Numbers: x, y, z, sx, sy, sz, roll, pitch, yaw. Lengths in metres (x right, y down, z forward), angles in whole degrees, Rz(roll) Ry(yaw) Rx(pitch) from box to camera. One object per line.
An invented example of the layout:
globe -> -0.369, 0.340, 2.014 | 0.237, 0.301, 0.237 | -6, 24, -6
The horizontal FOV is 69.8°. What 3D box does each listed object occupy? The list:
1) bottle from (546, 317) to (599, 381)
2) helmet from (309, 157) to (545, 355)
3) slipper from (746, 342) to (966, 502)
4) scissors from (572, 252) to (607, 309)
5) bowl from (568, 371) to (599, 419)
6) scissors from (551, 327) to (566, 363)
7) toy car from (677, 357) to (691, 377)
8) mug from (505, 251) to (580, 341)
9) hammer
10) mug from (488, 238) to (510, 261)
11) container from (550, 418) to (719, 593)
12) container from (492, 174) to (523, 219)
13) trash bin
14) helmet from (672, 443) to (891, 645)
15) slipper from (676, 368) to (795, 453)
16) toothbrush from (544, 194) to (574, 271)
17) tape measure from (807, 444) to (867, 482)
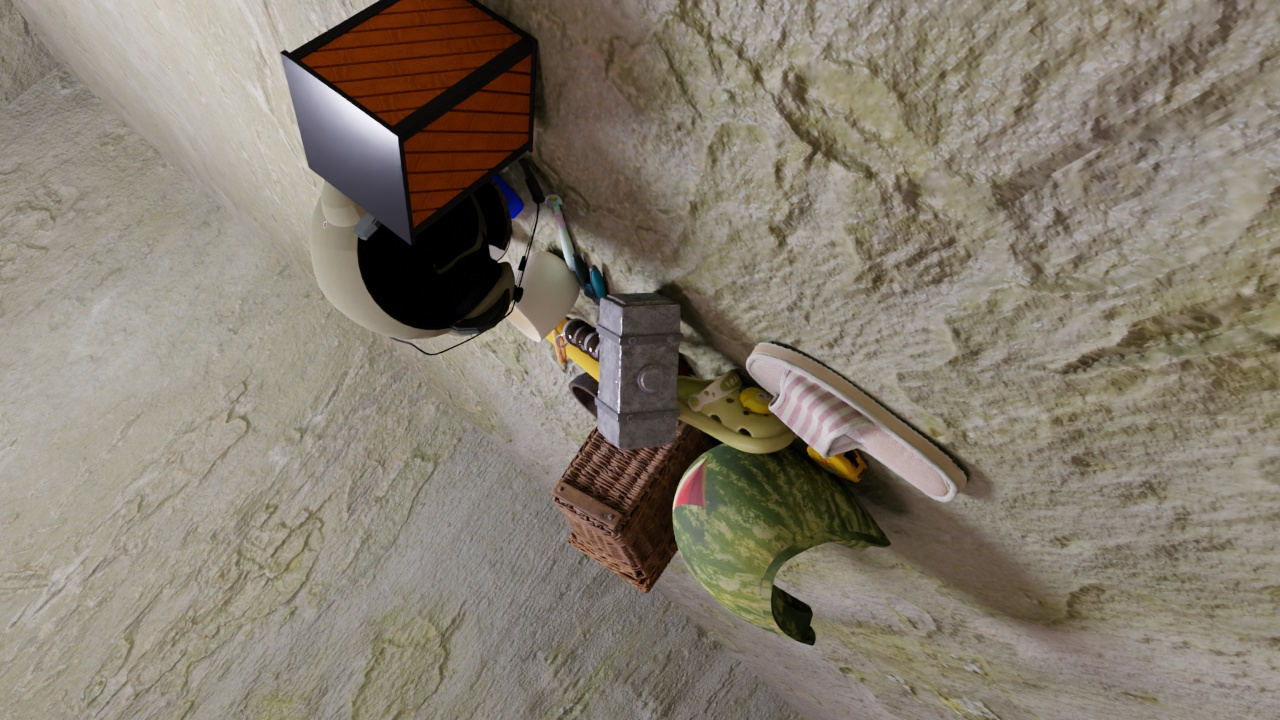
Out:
bottle -> -0.078, -0.006, 1.423 | 0.143, 0.043, 0.043 | 40, 163, 4
helmet -> -0.249, -0.149, 1.040 | 0.233, 0.255, 0.250 | 18, 156, 50
slipper -> 0.218, 0.074, 0.977 | 0.263, 0.052, 0.115 | 34, 161, 19
scissors -> -0.064, -0.097, 1.215 | 0.146, 0.019, 0.133 | 45, 165, -18
bowl -> -0.055, 0.058, 1.509 | 0.121, 0.056, 0.121 | 37, 163, 13
scissors -> -0.132, -0.056, 1.353 | 0.131, 0.011, 0.125 | -1, -102, -77
toy car -> -0.007, 0.008, 1.275 | 0.170, 0.061, 0.070 | 22, 155, 47
mug -> -0.135, -0.090, 1.244 | 0.096, 0.099, 0.120 | 41, 165, 7
hammer -> -0.047, -0.015, 1.189 | 0.326, 0.079, 0.177 | -149, 58, -64
mug -> -0.244, -0.182, 1.269 | 0.083, 0.073, 0.105 | 24, -179, 44
container -> -0.004, 0.171, 1.329 | 0.162, 0.249, 0.183 | 26, 162, 29
container -> -0.216, -0.212, 1.183 | 0.114, 0.058, 0.096 | 44, 163, -11
trash bin -> -0.209, -0.239, 0.863 | 0.140, 0.171, 0.140 | 36, 150, 14
helmet -> 0.155, 0.208, 1.155 | 0.243, 0.213, 0.247 | 26, -168, -32
slipper -> 0.106, 0.046, 1.128 | 0.191, 0.091, 0.082 | 21, 116, 28
toothbrush -> -0.095, -0.156, 1.139 | 0.022, 0.015, 0.155 | 4, 154, 8
tape measure -> 0.227, 0.109, 1.080 | 0.068, 0.030, 0.059 | 18, 152, 47
